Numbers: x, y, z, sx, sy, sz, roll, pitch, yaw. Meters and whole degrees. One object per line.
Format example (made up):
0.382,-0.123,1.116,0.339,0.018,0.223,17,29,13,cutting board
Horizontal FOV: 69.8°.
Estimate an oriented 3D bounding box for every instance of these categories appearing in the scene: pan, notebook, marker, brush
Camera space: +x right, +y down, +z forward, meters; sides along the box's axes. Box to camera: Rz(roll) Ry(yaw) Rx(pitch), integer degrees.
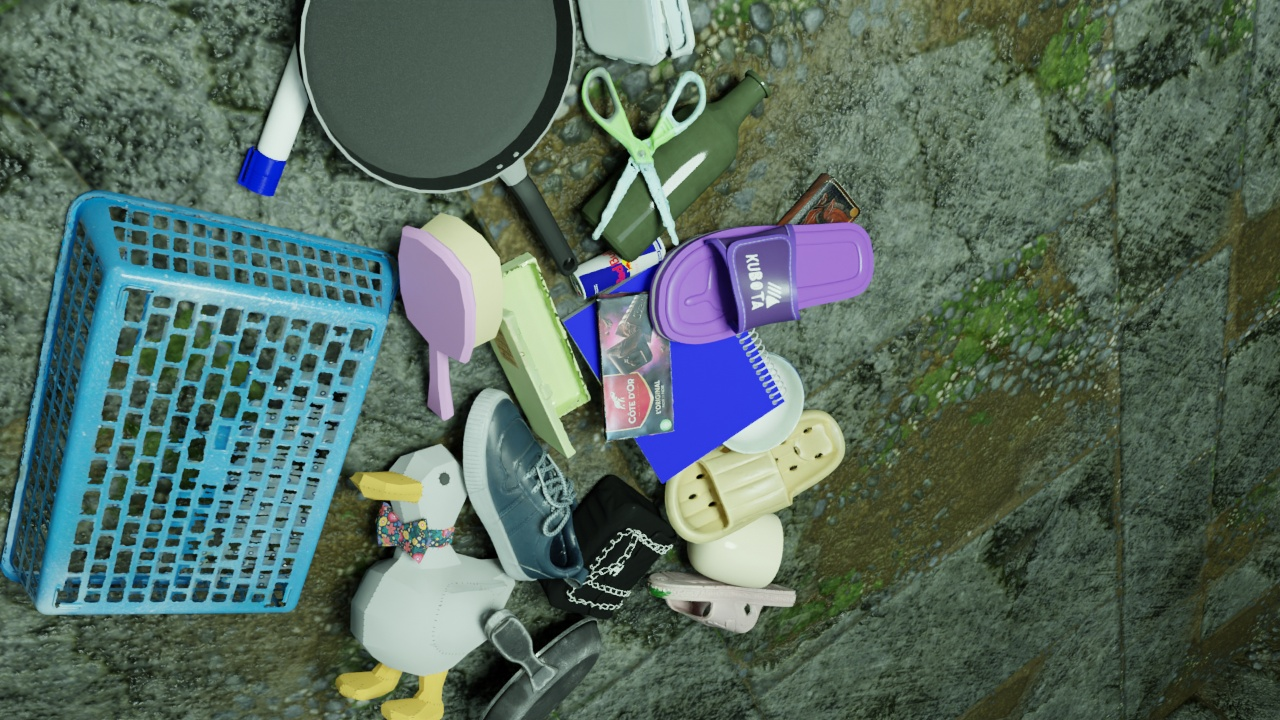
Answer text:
-0.119,0.338,1.017,0.187,0.055,0.357,-40,159,-18,pan
0.042,-0.001,0.961,0.171,0.022,0.209,-33,110,-7,notebook
-0.272,-0.192,0.702,0.027,0.023,0.133,22,106,-19,marker
-0.132,-0.201,0.761,0.225,0.034,0.356,-40,136,-11,pan
-0.169,-0.029,0.817,0.043,0.089,0.229,-39,157,-34,brush

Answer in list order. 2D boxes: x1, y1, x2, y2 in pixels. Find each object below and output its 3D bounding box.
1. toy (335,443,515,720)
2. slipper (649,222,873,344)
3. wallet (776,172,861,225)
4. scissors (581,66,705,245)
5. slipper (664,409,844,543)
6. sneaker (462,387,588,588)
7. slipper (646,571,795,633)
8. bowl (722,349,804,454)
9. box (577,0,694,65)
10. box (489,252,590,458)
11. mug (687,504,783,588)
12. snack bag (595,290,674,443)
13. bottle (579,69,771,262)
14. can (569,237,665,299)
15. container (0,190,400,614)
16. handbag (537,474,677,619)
-0.213,0.221,0.927,0.246,0.141,0.267,23,81,-55,toy
0.143,-0.085,0.922,0.266,0.084,0.107,-13,102,-26,slipper
0.180,-0.138,1.002,0.123,0.019,0.072,-49,130,5,wallet
0.007,-0.185,0.811,0.159,0.025,0.171,-26,96,-5,scissors
0.148,0.125,1.085,0.260,0.079,0.111,-21,84,-26,slipper
-0.110,0.135,0.930,0.087,0.089,0.236,-1,122,22,sneaker
0.110,0.317,1.188,0.239,0.094,0.064,14,82,-40,slipper
0.119,0.041,1.040,0.118,0.062,0.118,-4,103,-17,bowl
0.002,-0.345,0.721,0.083,0.123,0.216,-42,140,-33,box
-0.094,-0.006,0.894,0.083,0.091,0.188,-41,136,-25,box
0.105,0.231,1.143,0.099,0.096,0.120,15,149,-16,mug
-0.005,0.005,0.930,0.074,0.018,0.155,-8,107,-14,snack bag
0.038,-0.186,0.856,0.207,0.071,0.071,-45,130,1,bottle
-0.022,-0.094,0.902,0.095,0.032,0.032,-28,129,-13,can
-0.359,0.065,0.766,0.256,0.089,0.363,10,113,-34,container
-0.026,0.230,1.049,0.154,0.115,0.125,-52,132,2,handbag
